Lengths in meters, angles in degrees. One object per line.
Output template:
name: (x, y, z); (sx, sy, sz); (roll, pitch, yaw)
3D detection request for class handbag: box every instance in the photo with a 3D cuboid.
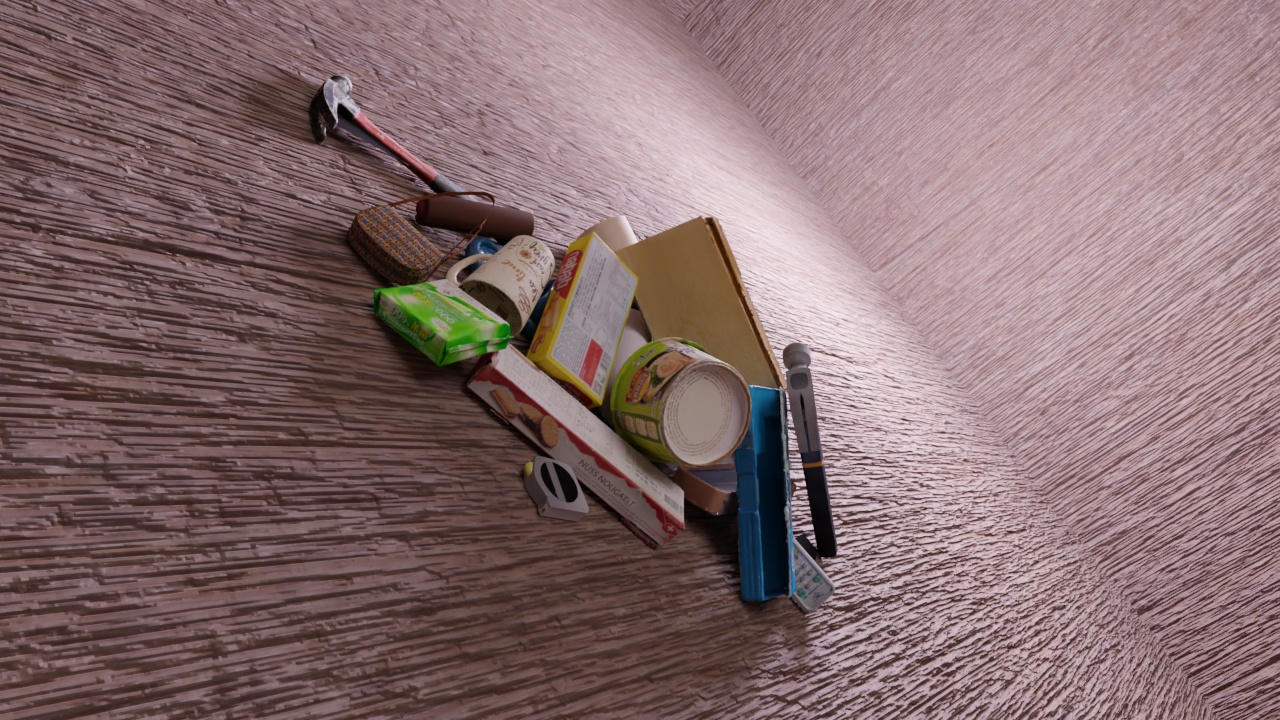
handbag: (-0.226, -0.144, 0.999); (0.093, 0.043, 0.195); (42, 41, 3)

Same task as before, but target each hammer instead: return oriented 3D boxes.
hammer: (-0.256, -0.218, 1.123); (0.326, 0.036, 0.140); (37, 24, -24)
hammer: (0.225, 0.138, 1.191); (0.139, 0.035, 0.313); (-85, 163, -51)

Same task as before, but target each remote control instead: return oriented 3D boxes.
remote control: (0.205, 0.260, 1.197); (0.039, 0.010, 0.124); (51, 24, 8)
remote control: (0.181, 0.246, 1.132); (0.133, 0.050, 0.022); (49, -2, 3)

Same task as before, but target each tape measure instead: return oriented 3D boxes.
tape measure: (-0.085, 0.126, 0.901); (0.064, 0.017, 0.065); (21, 35, -47)

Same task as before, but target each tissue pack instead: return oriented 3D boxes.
tissue pack: (-0.193, -0.040, 0.904); (0.114, 0.034, 0.099); (33, 27, 24)

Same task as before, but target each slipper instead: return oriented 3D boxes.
slipper: (-0.120, -0.074, 1.102); (0.213, 0.059, 0.103); (44, 22, -5)

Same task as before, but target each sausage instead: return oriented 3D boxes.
sausage: (-0.196, -0.170, 1.100); (0.155, 0.040, 0.040); (5, 46, -39)

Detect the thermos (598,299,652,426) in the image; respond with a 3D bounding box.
thermos: (-0.007, 0.007, 1.164); (0.101, 0.069, 0.229); (49, 20, -26)

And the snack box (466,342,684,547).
snack box: (-0.063, 0.088, 0.968); (0.273, 0.044, 0.076); (42, 19, -15)

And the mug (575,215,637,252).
mug: (-0.047, -0.138, 1.312); (0.111, 0.085, 0.104); (-23, 82, -36)

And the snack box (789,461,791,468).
snack box: (0.155, 0.088, 1.267); (0.025, 0.061, 0.149); (-24, 90, -27)

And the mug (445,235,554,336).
mug: (-0.160, -0.090, 1.018); (0.097, 0.122, 0.081); (-59, 149, -39)

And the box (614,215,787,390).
box: (0.081, -0.049, 1.188); (0.248, 0.141, 0.148); (66, 21, 3)

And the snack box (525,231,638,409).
snack box: (-0.064, -0.047, 1.058); (0.092, 0.042, 0.200); (42, 46, -31)

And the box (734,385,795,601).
box: (0.157, 0.152, 1.071); (0.090, 0.066, 0.243); (9, 77, -57)

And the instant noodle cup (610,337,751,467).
instant noodle cup: (0.049, 0.050, 1.017); (0.146, 0.146, 0.098); (34, -9, -28)

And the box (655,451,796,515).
box: (0.097, 0.135, 1.165); (0.157, 0.063, 0.216); (50, 23, 26)
